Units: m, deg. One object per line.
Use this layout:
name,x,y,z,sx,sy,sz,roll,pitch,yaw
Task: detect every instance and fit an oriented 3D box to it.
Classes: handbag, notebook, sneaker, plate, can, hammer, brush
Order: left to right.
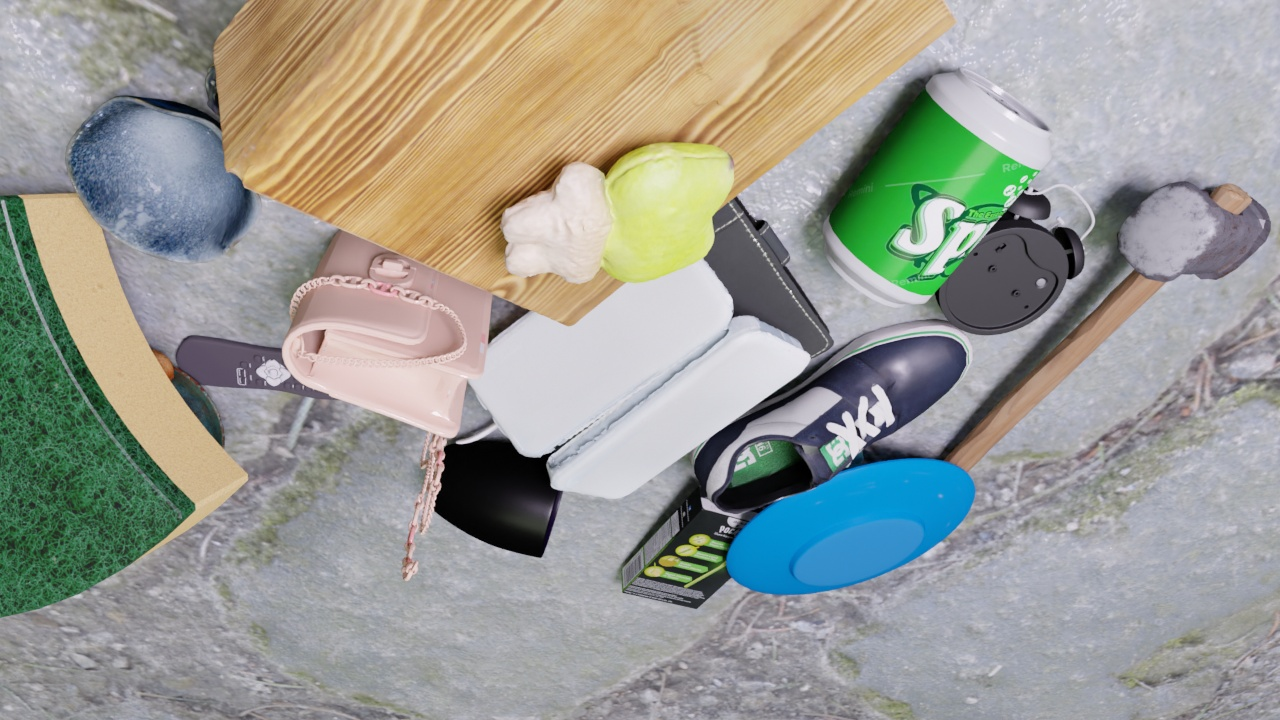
brush,-0.409,0.031,0.608,0.195,0.075,0.250,-24,97,13
handbag,-0.180,0.024,0.605,0.116,0.198,0.188,18,117,-16
notebook,0.026,-0.047,0.669,0.170,0.029,0.209,-28,127,20
sneaker,0.153,0.049,0.700,0.235,0.079,0.084,-28,114,4
plate,0.186,0.158,0.797,0.224,0.024,0.225,-10,142,-8
can,0.187,-0.108,0.590,0.087,0.087,0.140,22,123,-19
hammer,0.322,-0.001,0.698,0.097,0.052,0.329,-5,141,-37

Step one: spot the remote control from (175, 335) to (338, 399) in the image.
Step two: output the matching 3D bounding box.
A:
remote control,-0.291,0.007,0.704,0.124,0.009,0.047,7,127,-8

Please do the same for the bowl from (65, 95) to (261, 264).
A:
bowl,-0.292,-0.120,0.578,0.110,0.055,0.110,-2,128,-2

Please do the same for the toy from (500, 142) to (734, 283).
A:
toy,-0.012,-0.068,0.450,0.115,0.046,0.092,-13,154,-14

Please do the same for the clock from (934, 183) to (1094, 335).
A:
clock,0.261,-0.073,0.649,0.091,0.042,0.121,35,118,-26

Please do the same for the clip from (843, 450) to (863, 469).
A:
clip,0.112,0.085,0.776,0.121,0.033,0.119,31,117,-23

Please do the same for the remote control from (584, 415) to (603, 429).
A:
remote control,-0.033,0.038,0.727,0.135,0.011,0.050,33,136,-19

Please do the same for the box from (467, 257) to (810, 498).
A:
box,-0.003,0.015,0.657,0.211,0.084,0.186,-35,122,23

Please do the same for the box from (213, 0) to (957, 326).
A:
box,-0.030,-0.199,0.484,0.280,0.220,0.258,-37,143,23

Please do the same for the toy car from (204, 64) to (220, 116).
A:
toy car,-0.214,-0.156,0.569,0.107,0.030,0.049,20,125,-19

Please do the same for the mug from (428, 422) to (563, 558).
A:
mug,-0.112,0.091,0.744,0.100,0.085,0.119,16,96,0

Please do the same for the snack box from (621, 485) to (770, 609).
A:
snack box,0.052,0.171,0.823,0.080,0.025,0.148,18,133,-21

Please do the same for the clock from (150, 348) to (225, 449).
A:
clock,-0.387,0.044,0.689,0.121,0.073,0.158,-9,108,9
